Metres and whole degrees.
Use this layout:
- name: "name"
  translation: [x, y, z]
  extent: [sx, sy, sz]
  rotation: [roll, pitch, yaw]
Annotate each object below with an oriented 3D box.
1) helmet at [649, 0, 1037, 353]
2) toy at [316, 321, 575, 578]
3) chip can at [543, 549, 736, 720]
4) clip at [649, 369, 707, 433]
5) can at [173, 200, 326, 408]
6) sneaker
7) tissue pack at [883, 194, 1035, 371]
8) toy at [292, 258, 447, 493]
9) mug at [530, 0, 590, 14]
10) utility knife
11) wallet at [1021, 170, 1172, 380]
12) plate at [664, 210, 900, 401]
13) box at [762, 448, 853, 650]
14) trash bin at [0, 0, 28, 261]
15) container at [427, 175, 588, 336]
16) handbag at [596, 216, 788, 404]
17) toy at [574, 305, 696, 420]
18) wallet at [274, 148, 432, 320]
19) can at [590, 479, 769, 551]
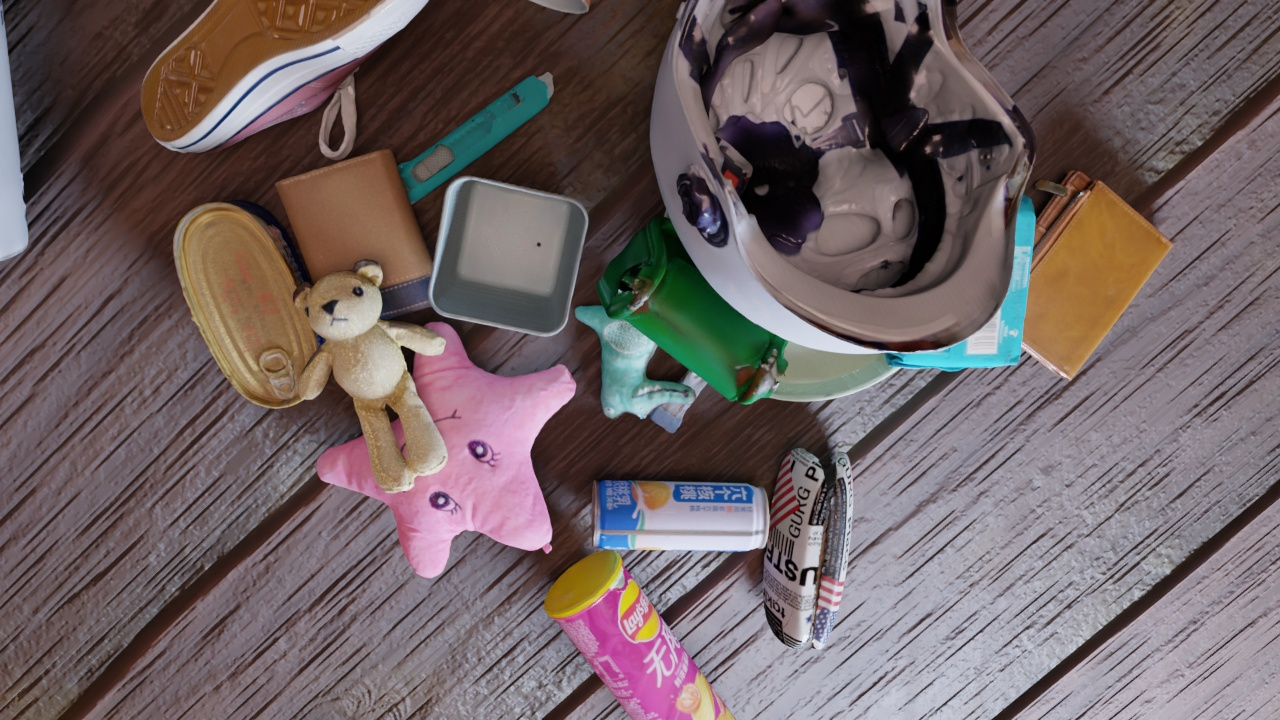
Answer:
- name: "helmet"
  translation: [0.107, -0.116, 0.574]
  extent: [0.228, 0.146, 0.258]
  rotation: [-18, 85, -23]
- name: "toy"
  translation: [-0.124, 0.071, 0.676]
  extent: [0.178, 0.074, 0.195]
  rotation: [43, 98, -1]
- name: "chip can"
  translation: [0.010, 0.254, 0.739]
  extent: [0.071, 0.071, 0.210]
  rotation: [-33, 105, 3]
- name: "clip"
  translation: [0.032, 0.028, 0.711]
  extent: [0.026, 0.038, 0.058]
  rotation: [39, 95, -10]
- name: "can"
  translation: [-0.272, -0.041, 0.651]
  extent: [0.074, 0.049, 0.148]
  rotation: [-19, 105, 0]
- name: "sneaker"
  translation: [-0.215, -0.207, 0.598]
  extent: [0.242, 0.087, 0.118]
  rotation: [-27, 82, 22]
- name: "tissue pack"
  translation: [0.227, -0.059, 0.662]
  extent: [0.093, 0.050, 0.133]
  rotation: [0, 104, -4]
- name: "toy"
  translation: [-0.181, 0.013, 0.620]
  extent: [0.105, 0.066, 0.157]
  rotation: [-22, 92, 0]
- name: "mug"
  translation: [-0.050, -0.302, 0.597]
  extent: [0.078, 0.078, 0.123]
  rotation: [19, 96, -9]
- name: "utility knife"
  translation: [-0.126, -0.156, 0.655]
  extent: [0.158, 0.013, 0.029]
  rotation: [-35, 104, 4]
- name: "wallet"
  translation: [0.328, -0.068, 0.705]
  extent: [0.119, 0.035, 0.131]
  rotation: [34, 97, -12]
- name: "plate"
  translation: [0.127, -0.082, 0.688]
  extent: [0.230, 0.027, 0.230]
  rotation: [-1, 104, -5]
- name: "box"
  translation: [0.148, 0.152, 0.729]
  extent: [0.082, 0.075, 0.163]
  rotation: [3, 101, -17]
- name: "trash bin"
  translation: [-0.478, -0.179, 0.518]
  extent: [0.229, 0.229, 0.252]
  rotation: [-1, 109, -5]
- name: "container"
  translation: [-0.089, -0.077, 0.627]
  extent: [0.090, 0.111, 0.090]
  rotation: [11, 102, -9]
- name: "handbag"
  translation: [0.040, -0.032, 0.619]
  extent: [0.131, 0.120, 0.068]
  rotation: [36, 105, -13]
- name: "toy"
  translation: [-0.004, 0.004, 0.694]
  extent: [0.096, 0.030, 0.092]
  rotation: [6, 107, 12]
- name: "wallet"
  translation: [-0.198, -0.083, 0.651]
  extent: [0.090, 0.033, 0.115]
  rotation: [-16, 106, 7]
- name: "can"
  translation: [0.029, 0.121, 0.716]
  extent: [0.134, 0.053, 0.053]
  rotation: [2, 103, -6]
